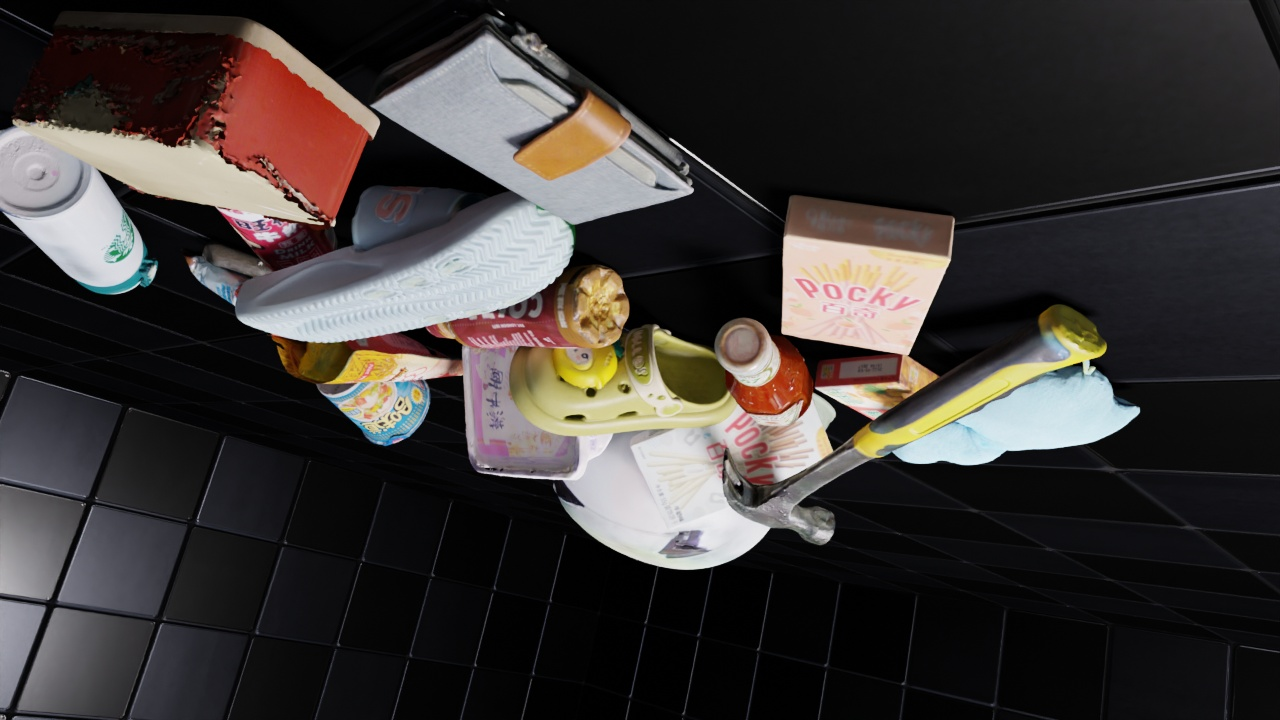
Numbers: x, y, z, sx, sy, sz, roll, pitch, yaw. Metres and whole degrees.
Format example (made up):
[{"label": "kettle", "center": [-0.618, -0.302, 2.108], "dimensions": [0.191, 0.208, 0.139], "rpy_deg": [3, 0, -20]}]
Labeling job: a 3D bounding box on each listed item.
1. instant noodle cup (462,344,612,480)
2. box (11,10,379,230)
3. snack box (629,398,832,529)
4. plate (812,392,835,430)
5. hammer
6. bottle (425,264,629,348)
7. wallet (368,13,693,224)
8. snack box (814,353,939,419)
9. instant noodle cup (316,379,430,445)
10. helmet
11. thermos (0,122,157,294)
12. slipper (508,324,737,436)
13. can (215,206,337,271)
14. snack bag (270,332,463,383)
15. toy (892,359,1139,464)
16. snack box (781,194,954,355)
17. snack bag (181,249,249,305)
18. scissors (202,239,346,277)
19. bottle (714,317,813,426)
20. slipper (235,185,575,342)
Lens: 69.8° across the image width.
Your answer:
[{"label": "instant noodle cup", "center": [-0.089, 0.035, 0.827], "dimensions": [0.060, 0.138, 0.174], "rpy_deg": [-3, 179, -41]}, {"label": "box", "center": [-0.221, -0.110, 0.442], "dimensions": [0.168, 0.077, 0.091], "rpy_deg": [14, 168, 31]}, {"label": "snack box", "center": [0.079, 0.077, 0.775], "dimensions": [0.157, 0.085, 0.026], "rpy_deg": [-22, -168, 9]}, {"label": "plate", "center": [0.072, 0.043, 0.892], "dimensions": [0.230, 0.027, 0.230], "rpy_deg": [13, 165, 3]}, {"label": "hammer", "center": [0.170, 0.053, 0.643], "dimensions": [0.126, 0.031, 0.324], "rpy_deg": [22, 143, -19]}, {"label": "bottle", "center": [-0.092, -0.037, 0.678], "dimensions": [0.175, 0.057, 0.057], "rpy_deg": [0, 161, 38]}, {"label": "wallet", "center": [-0.050, -0.105, 0.439], "dimensions": [0.129, 0.037, 0.107], "rpy_deg": [27, 161, -39]}, {"label": "snack box", "center": [0.218, 0.033, 0.737], "dimensions": [0.155, 0.027, 0.077], "rpy_deg": [25, 160, -38]}, {"label": "instant noodle cup", "center": [-0.314, 0.032, 1.064], "dimensions": [0.099, 0.099, 0.110], "rpy_deg": [6, 155, 24]}, {"label": "helmet", "center": [0.017, 0.127, 0.909], "dimensions": [0.259, 0.145, 0.229], "rpy_deg": [7, 164, 21]}, {"label": "thermos", "center": [-0.426, -0.103, 0.703], "dimensions": [0.073, 0.073, 0.225], "rpy_deg": [17, 165, -14]}, {"label": "slipper", "center": [-0.004, 0.004, 0.709], "dimensions": [0.190, 0.091, 0.082], "rpy_deg": [3, 144, -20]}, {"label": "can", "center": [-0.235, -0.098, 0.587], "dimensions": [0.053, 0.053, 0.133], "rpy_deg": [13, 165, -2]}, {"label": "snack bag", "center": [-0.252, -0.007, 0.897], "dimensions": [0.129, 0.073, 0.207], "rpy_deg": [7, 177, 20]}, {"label": "toy", "center": [0.262, 0.039, 0.657], "dimensions": [0.161, 0.049, 0.156], "rpy_deg": [7, 152, -2]}, {"label": "snack box", "center": [0.125, -0.044, 0.534], "dimensions": [0.084, 0.026, 0.157], "rpy_deg": [10, 165, 12]}, {"label": "snack bag", "center": [-0.367, -0.068, 0.820], "dimensions": [0.104, 0.026, 0.048], "rpy_deg": [28, 174, 23]}, {"label": "scissors", "center": [-0.267, -0.063, 0.797], "dimensions": [0.221, 0.021, 0.231], "rpy_deg": [14, 167, -3]}, {"label": "bottle", "center": [0.086, 0.008, 0.646], "dimensions": [0.060, 0.059, 0.206], "rpy_deg": [8, 172, 16]}, {"label": "slipper", "center": [-0.152, -0.066, 0.586], "dimensions": [0.246, 0.074, 0.104], "rpy_deg": [-13, 164, 22]}]
